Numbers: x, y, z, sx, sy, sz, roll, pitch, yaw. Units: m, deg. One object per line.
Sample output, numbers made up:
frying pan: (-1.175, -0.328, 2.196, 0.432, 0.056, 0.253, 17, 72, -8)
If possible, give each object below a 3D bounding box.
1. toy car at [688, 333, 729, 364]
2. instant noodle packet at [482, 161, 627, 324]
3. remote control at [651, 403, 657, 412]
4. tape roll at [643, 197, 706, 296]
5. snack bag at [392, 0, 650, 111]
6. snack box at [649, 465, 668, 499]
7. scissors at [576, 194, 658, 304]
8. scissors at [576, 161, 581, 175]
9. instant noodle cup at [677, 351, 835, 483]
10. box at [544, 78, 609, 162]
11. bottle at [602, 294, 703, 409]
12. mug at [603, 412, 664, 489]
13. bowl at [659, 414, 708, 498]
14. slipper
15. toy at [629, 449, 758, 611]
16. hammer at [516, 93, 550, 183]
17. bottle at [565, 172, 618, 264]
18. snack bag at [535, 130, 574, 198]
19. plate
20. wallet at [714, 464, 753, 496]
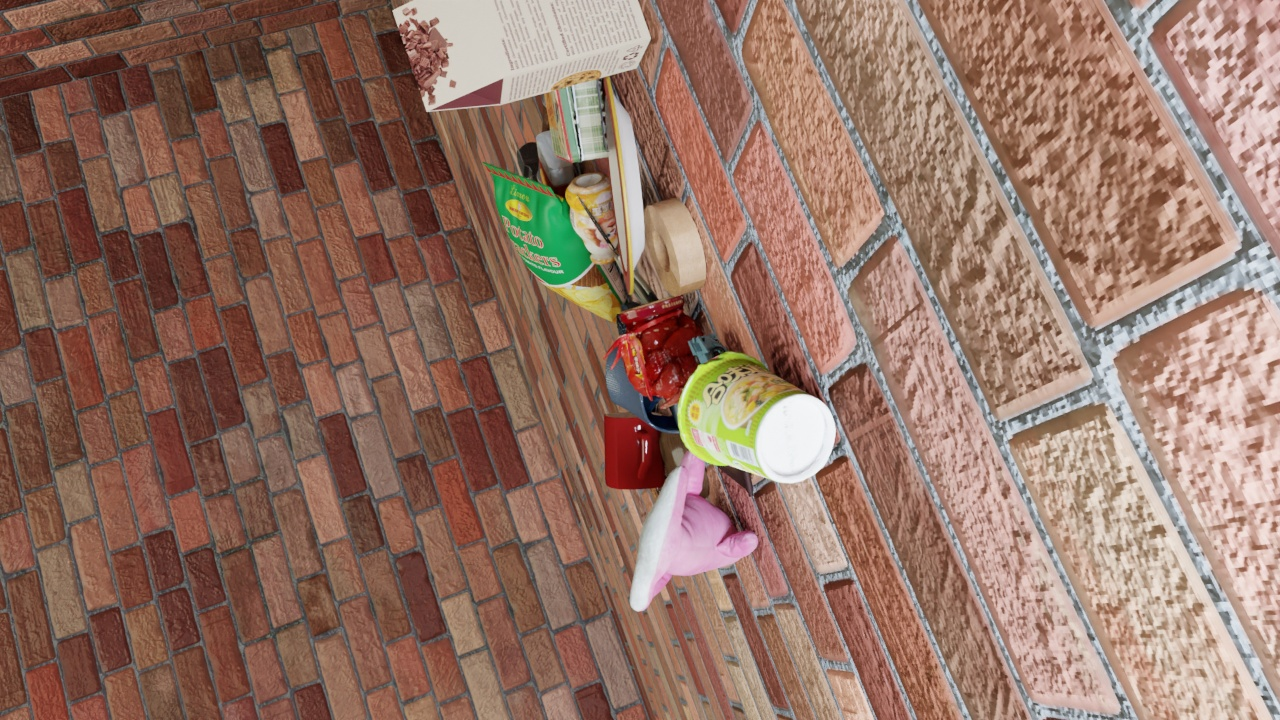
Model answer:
toy car: (0.086, 0.021, 0.877, 0.108, 0.027, 0.060, 62, 169, -3)
instant noodle packet: (-0.109, -0.152, 1.248, 0.196, 0.090, 0.253, 31, 158, 50)
remote control: (0.012, 0.076, 1.328, 0.124, 0.011, 0.028, 95, 153, -63)
tape roll: (0.033, -0.112, 0.908, 0.094, 0.027, 0.094, 161, 90, -78)
snack bag: (-0.108, -0.296, 0.828, 0.070, 0.206, 0.094, 159, 93, -78)
snack box: (0.014, 0.150, 1.342, 0.141, 0.031, 0.051, 54, 162, 37)
scissors: (-0.022, -0.121, 1.074, 0.132, 0.012, 0.170, 46, 169, 42)
scissors: (-0.073, -0.212, 1.278, 0.172, 0.021, 0.172, -116, 10, -51)
instant noodle cup: (0.096, 0.051, 0.736, 0.108, 0.098, 0.099, 24, 133, 64)
box: (-0.075, -0.278, 1.006, 0.205, 0.050, 0.118, -119, 22, -72)
bottle: (0.020, -0.005, 0.950, 0.099, 0.099, 0.111, -177, 69, -77)
mug: (-0.005, 0.123, 1.239, 0.116, 0.080, 0.096, -171, 80, -77)
bowl: (0.051, 0.128, 1.187, 0.118, 0.030, 0.118, 161, 90, -78)
slipper: (-0.007, 0.006, 1.107, 0.263, 0.082, 0.101, -119, 16, -59)
toy: (0.064, 0.197, 1.018, 0.265, 0.128, 0.186, 27, -99, -75)
hammer: (-0.136, -0.323, 1.329, 0.323, 0.043, 0.156, 112, 138, -68)
bottle: (-0.053, -0.172, 1.119, 0.063, 0.063, 0.109, -124, 18, -53)
snack bag: (-0.115, -0.226, 1.331, 0.226, 0.041, 0.077, 91, 158, -57)
plate: (-0.016, -0.184, 0.952, 0.230, 0.021, 0.230, 170, 93, -87)
wallet: (0.087, 0.085, 0.997, 0.115, 0.018, 0.091, -137, 31, -62)
